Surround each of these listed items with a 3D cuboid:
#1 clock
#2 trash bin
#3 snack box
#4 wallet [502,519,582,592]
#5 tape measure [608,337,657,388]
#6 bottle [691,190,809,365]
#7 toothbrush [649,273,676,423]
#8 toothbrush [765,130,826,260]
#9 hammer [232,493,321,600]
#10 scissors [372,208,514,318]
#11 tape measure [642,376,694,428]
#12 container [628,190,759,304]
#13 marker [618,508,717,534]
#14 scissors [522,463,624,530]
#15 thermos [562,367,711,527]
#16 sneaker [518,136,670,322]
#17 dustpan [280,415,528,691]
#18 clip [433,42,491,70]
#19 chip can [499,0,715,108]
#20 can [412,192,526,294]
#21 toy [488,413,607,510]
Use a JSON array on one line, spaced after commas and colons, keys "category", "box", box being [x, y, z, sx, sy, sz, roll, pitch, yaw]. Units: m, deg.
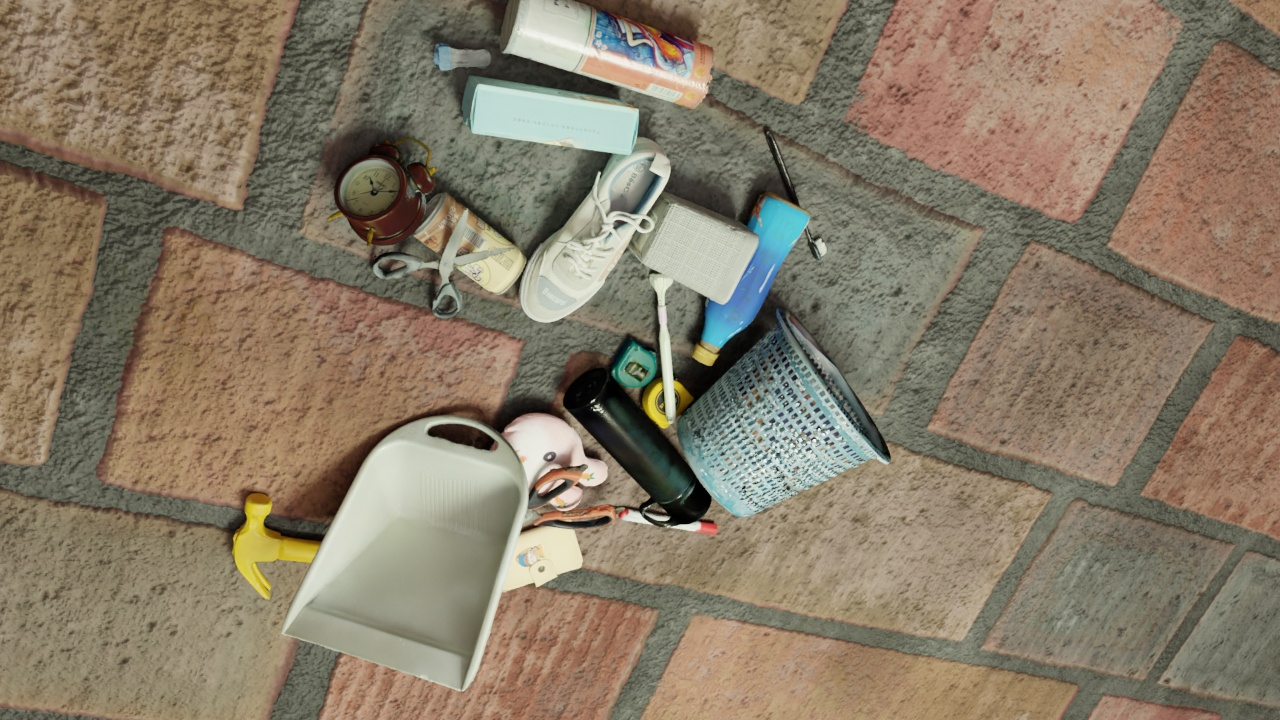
[{"category": "clock", "box": [-0.259, -0.174, 0.937, 0.082, 0.055, 0.121, 32, 80, 16]}, {"category": "trash bin", "box": [0.160, 0.080, 1.124, 0.195, 0.226, 0.226, -36, 119, 15]}, {"category": "snack box", "box": [-0.094, -0.256, 0.958, 0.174, 0.074, 0.052, 4, 111, -19]}, {"category": "wallet", "box": [-0.137, 0.258, 1.203, 0.115, 0.024, 0.087, -18, 118, -10]}, {"category": "tape measure", "box": [-0.007, 0.007, 1.130, 0.054, 0.025, 0.058, 28, 103, -25]}, {"category": "bottle", "box": [0.124, -0.094, 1.102, 0.065, 0.065, 0.219, 22, 105, -25]}, {"category": "toothbrush", "box": [0.032, -0.013, 1.118, 0.029, 0.020, 0.190, 0, 105, 16]}, {"category": "toothbrush", "box": [0.187, -0.198, 1.105, 0.018, 0.015, 0.181, -35, 119, -7]}, {"category": "hammer", "box": [-0.340, 0.242, 1.126, 0.300, 0.033, 0.129, 12, 110, -21]}, {"category": "scissors", "box": [-0.211, -0.102, 0.978, 0.159, 0.014, 0.181, 11, 141, 1]}, {"category": "tape measure", "box": [0.030, 0.049, 1.157, 0.060, 0.029, 0.057, -47, 116, -10]}, {"category": "container", "box": [0.057, -0.134, 1.052, 0.114, 0.090, 0.090, 22, 105, -21]}, {"category": "marker", "box": [0.038, 0.218, 1.242, 0.145, 0.017, 0.017, 13, 108, -22]}, {"category": "scissors", "box": [-0.129, 0.188, 1.140, 0.189, 0.015, 0.228, 26, 128, -32]}, {"category": "thermos", "box": [-0.006, 0.121, 1.154, 0.090, 0.068, 0.242, -41, 118, -4]}, {"category": "sneaker", "box": [-0.045, -0.135, 1.018, 0.089, 0.090, 0.242, 31, 102, -25]}, {"category": "dustpan", "box": [-0.243, 0.191, 1.025, 0.223, 0.257, 0.143, 13, 126, 10]}, {"category": "clip", "box": [-0.181, -0.309, 0.939, 0.058, 0.043, 0.027, -3, 111, -24]}, {"category": "chip can", "box": [-0.032, -0.322, 0.949, 0.214, 0.071, 0.071, 11, 109, -22]}, {"category": "can", "box": [-0.185, -0.126, 0.996, 0.116, 0.058, 0.058, 37, 98, -28]}, {"category": "toy", "box": [-0.113, 0.129, 1.136, 0.159, 0.054, 0.121, 35, 107, -34]}]
